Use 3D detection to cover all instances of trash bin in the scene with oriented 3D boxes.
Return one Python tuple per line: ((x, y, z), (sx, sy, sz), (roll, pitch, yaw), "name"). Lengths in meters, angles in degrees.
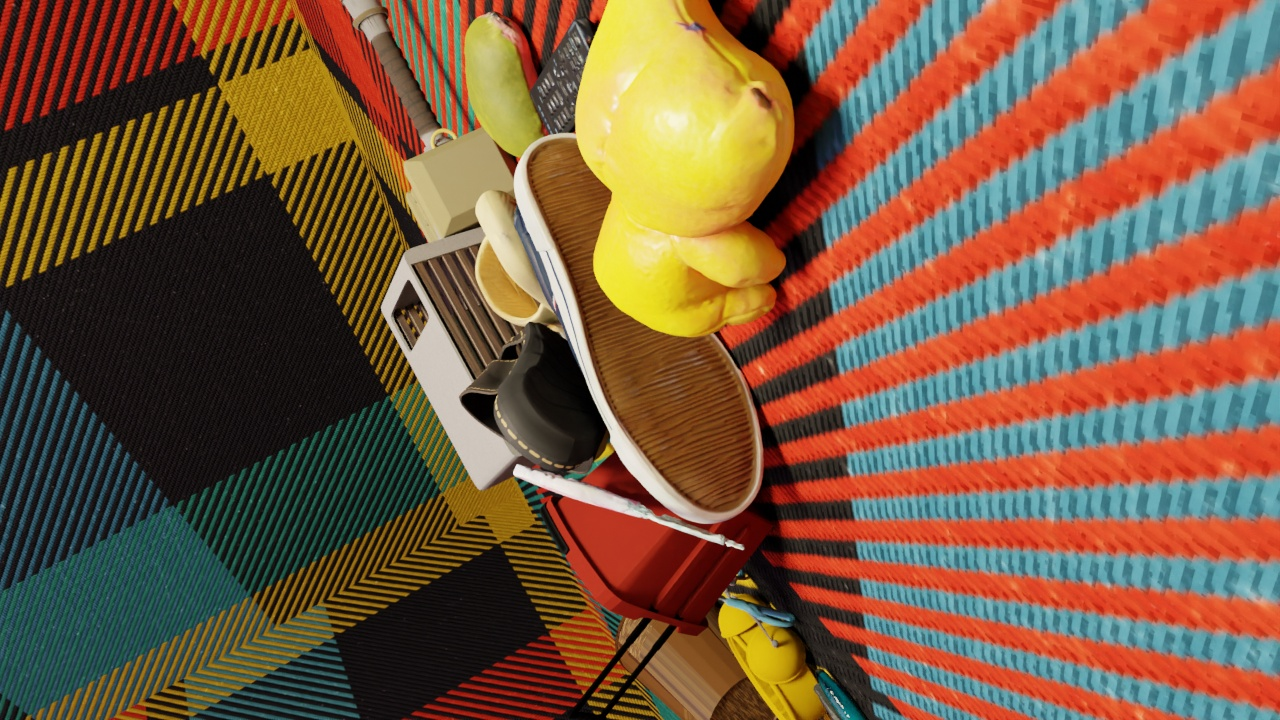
((-0.154, -0.004, 0.939), (0.229, 0.114, 0.115), (60, 146, 9), "trash bin")

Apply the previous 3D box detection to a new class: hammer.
((-0.245, -0.282, 0.990), (0.325, 0.100, 0.190), (62, 166, -2), "hammer")

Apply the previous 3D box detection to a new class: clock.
((0.124, 0.282, 0.859), (0.113, 0.052, 0.152), (37, 156, 60), "clock")

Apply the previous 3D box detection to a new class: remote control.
((-0.045, -0.187, 0.626), (0.047, 0.022, 0.150), (64, 164, -7), "remote control")

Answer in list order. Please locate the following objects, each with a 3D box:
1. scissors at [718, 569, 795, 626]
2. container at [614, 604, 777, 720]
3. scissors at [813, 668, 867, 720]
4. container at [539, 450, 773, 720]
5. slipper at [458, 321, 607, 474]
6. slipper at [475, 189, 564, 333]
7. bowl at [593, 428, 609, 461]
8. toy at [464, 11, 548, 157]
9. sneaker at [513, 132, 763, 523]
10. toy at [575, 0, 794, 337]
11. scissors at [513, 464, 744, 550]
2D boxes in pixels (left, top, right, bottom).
((0.082, 0.212, 0.822), (0.134, 0.135, 0.015), (19, 104, 30), "scissors")
((0.069, 0.346, 1.033), (0.167, 0.132, 0.132), (32, 148, 53), "container")
((0.188, 0.315, 0.753), (0.142, 0.019, 0.127), (61, 166, -5), "scissors")
((-0.008, 0.164, 0.724), (0.148, 0.201, 0.127), (33, -168, -47), "container")
((-0.076, 0.034, 0.712), (0.113, 0.076, 0.267), (36, -169, -9), "slipper")
((-0.105, -0.072, 0.824), (0.111, 0.079, 0.261), (58, -178, 13), "slipper")
((-0.080, 0.051, 1.139), (0.152, 0.050, 0.152), (56, 165, 23), "bowl")
((-0.107, -0.218, 0.724), (0.090, 0.051, 0.110), (50, 160, 32), "toy")
((-0.012, -0.013, 0.670), (0.294, 0.120, 0.127), (62, 154, 11), "sneaker")
((0.013, -0.095, 0.460), (0.134, 0.087, 0.194), (60, 167, 24), "toy")
((-0.013, 0.093, 0.587), (0.103, 0.016, 0.179), (24, 172, -38), "scissors")
